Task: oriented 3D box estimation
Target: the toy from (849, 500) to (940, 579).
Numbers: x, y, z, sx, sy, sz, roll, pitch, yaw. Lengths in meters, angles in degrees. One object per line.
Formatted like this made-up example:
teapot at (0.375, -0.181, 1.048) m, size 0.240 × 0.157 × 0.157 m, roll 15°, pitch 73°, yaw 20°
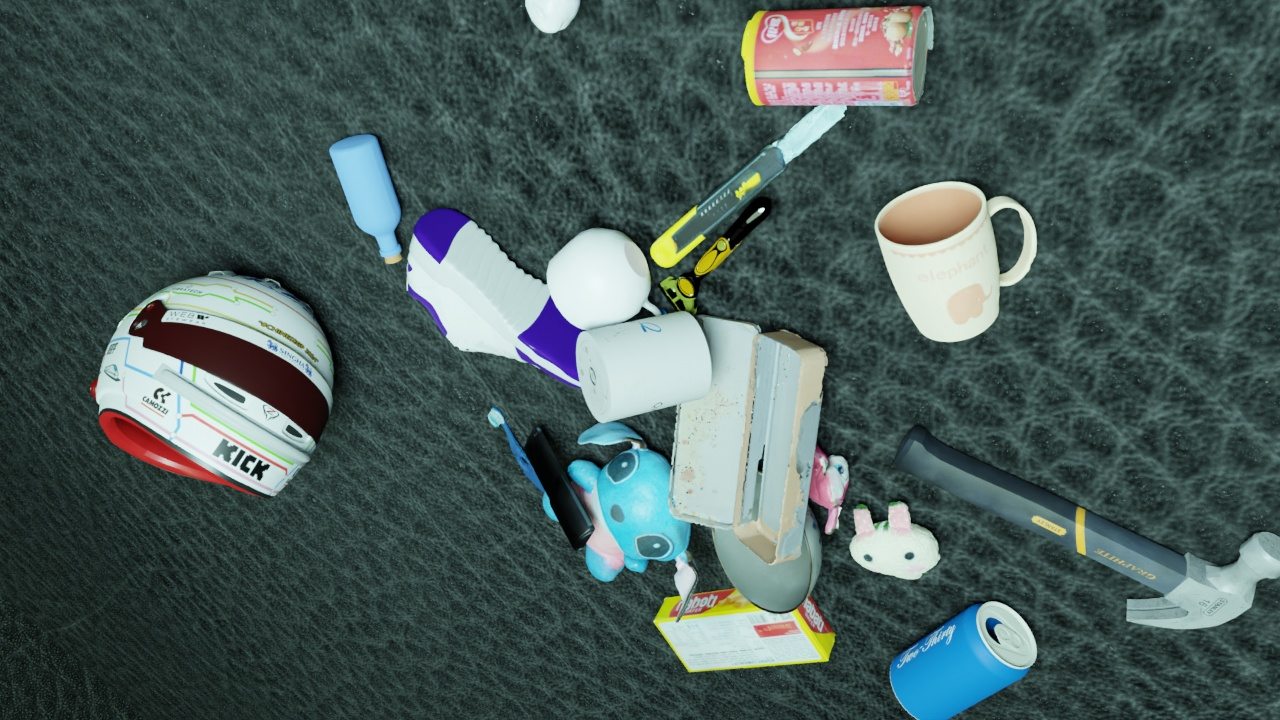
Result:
toy at (0.253, 0.189, 0.915) m, size 0.087 × 0.050 × 0.112 m, roll -8°, pitch 114°, yaw 33°

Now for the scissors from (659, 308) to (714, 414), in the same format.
scissors at (0.052, 0.003, 0.908) m, size 0.125 × 0.014 × 0.131 m, roll 4°, pitch 121°, yaw 25°

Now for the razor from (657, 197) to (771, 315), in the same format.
razor at (0.068, -0.094, 0.817) m, size 0.044 × 0.021 × 0.144 m, roll 54°, pitch 128°, yaw 13°

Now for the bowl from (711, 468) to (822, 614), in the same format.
bowl at (0.140, 0.178, 0.939) m, size 0.151 × 0.056 × 0.151 m, roll 21°, pitch 115°, yaw 53°

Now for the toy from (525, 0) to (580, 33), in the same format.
toy at (-0.024, -0.335, 0.651) m, size 0.210 × 0.085 × 0.137 m, roll -25°, pitch 111°, yaw 40°

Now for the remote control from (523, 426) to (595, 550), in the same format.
remote control at (-0.093, 0.139, 1.004) m, size 0.140 × 0.021 × 0.046 m, roll 58°, pitch 138°, yaw 29°

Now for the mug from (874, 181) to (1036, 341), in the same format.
mug at (0.248, -0.077, 0.705) m, size 0.111 × 0.085 × 0.104 m, roll -23°, pitch 124°, yaw 7°

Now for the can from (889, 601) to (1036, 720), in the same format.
can at (0.327, 0.311, 0.940) m, size 0.079 × 0.078 × 0.146 m, roll 35°, pitch 132°, yaw 1°

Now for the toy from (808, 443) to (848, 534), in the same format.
toy at (0.181, 0.110, 0.892) m, size 0.050 × 0.065 × 0.102 m, roll -22°, pitch 111°, yaw 3°

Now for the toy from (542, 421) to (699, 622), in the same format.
toy at (-0.015, 0.180, 1.011) m, size 0.192 × 0.098 × 0.224 m, roll -33°, pitch 84°, yaw 47°

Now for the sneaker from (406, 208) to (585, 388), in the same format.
sneaker at (-0.143, -0.037, 0.933) m, size 0.244 × 0.091 × 0.111 m, roll 40°, pitch 134°, yaw 1°

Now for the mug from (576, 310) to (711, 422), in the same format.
mug at (-0.005, 0.005, 0.844) m, size 0.120 × 0.096 × 0.083 m, roll -179°, pitch 77°, yaw -69°

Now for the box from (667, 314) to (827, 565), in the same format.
box at (0.098, 0.072, 0.866) m, size 0.157 × 0.071 × 0.217 m, roll 15°, pitch 113°, yaw 30°

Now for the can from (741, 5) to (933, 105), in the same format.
can at (0.141, -0.217, 0.659) m, size 0.124 × 0.066 × 0.067 m, roll 7°, pitch 126°, yaw 24°

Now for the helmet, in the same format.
helmet at (-0.469, 0.016, 1.043) m, size 0.315 × 0.235 × 0.231 m, roll 3°, pitch 149°, yaw 43°

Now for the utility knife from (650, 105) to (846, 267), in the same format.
utility knife at (0.087, -0.149, 0.773) m, size 0.029 × 0.020 × 0.234 m, roll 44°, pitch 131°, yaw -9°

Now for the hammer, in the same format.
hammer at (0.381, 0.141, 0.818) m, size 0.312 × 0.035 × 0.140 m, roll 26°, pitch 133°, yaw 9°

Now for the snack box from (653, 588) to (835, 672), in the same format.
snack box at (0.119, 0.316, 1.080) m, size 0.201 × 0.042 × 0.092 m, roll -20°, pitch 113°, yaw 37°

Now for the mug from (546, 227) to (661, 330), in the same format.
mug at (-0.024, -0.066, 0.850) m, size 0.076 × 0.090 × 0.124 m, roll -25°, pitch 127°, yaw 28°

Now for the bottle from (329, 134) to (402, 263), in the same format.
bottle at (-0.272, -0.160, 0.935) m, size 0.048 × 0.047 × 0.131 m, roll 5°, pitch 125°, yaw 25°

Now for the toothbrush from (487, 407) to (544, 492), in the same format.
toothbrush at (-0.142, 0.111, 1.086) m, size 0.021 × 0.016 × 0.132 m, roll -17°, pitch 113°, yaw 37°
